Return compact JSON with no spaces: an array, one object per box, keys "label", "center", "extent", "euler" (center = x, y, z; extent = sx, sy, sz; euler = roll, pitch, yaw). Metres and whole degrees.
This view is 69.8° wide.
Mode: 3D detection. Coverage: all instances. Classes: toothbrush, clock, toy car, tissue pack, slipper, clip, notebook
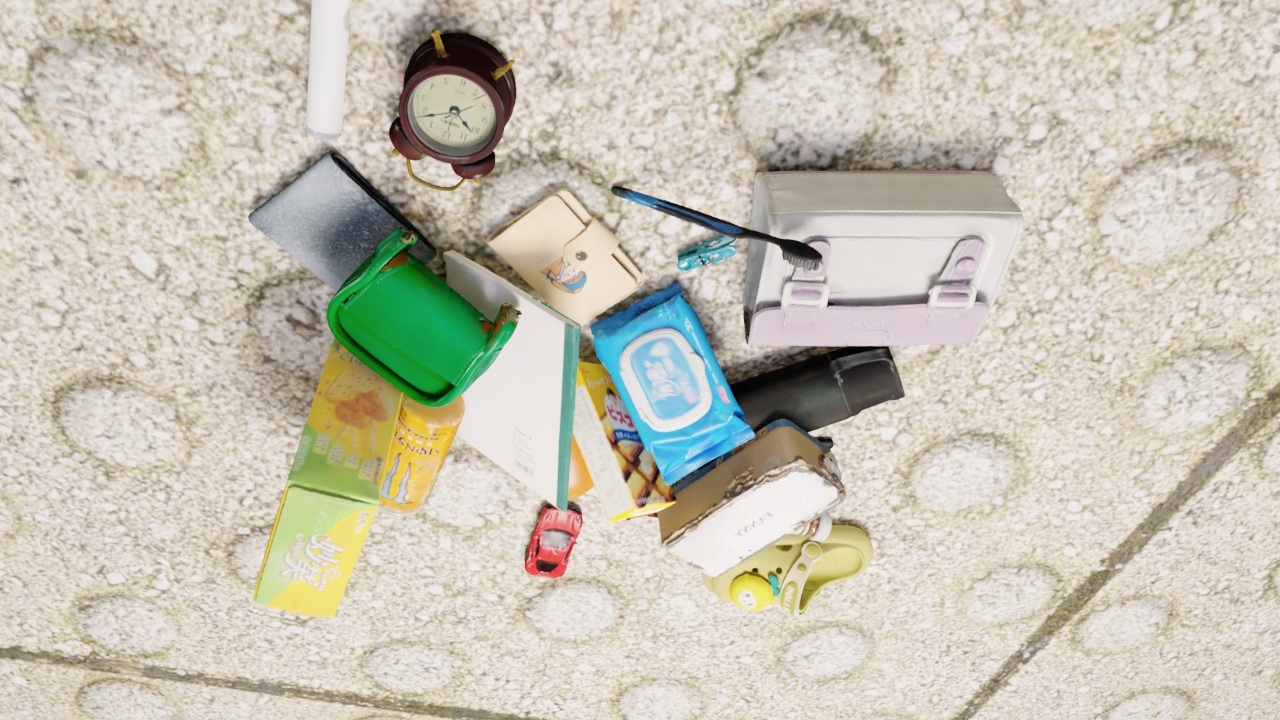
[{"label":"toothbrush","center":[0.053,-0.103,0.698],"extent":[0.190,0.014,0.016],"euler":[24,150,29]},{"label":"clock","center":[-0.137,-0.178,0.671],"extent":[0.082,0.055,0.122],"euler":[17,127,-16]},{"label":"toy car","center":[-0.094,0.195,0.987],"extent":[0.049,0.031,0.106],"euler":[12,125,-13]},{"label":"toothbrush","center":[-0.210,-0.256,0.625],"extent":[0.026,0.026,0.222],"euler":[4,128,-19]},{"label":"tissue pack","center":[0.026,0.020,0.794],"extent":[0.095,0.052,0.157],"euler":[-26,86,3]},{"label":"slipper","center":[0.163,0.230,0.996],"extent":[0.190,0.081,0.092],"euler":[-9,126,1]},{"label":"clip","center":[0.056,-0.090,0.771],"extent":[0.056,0.039,0.013],"euler":[-21,124,21]},{"label":"notebook","center":[-0.114,0.022,0.798],"extent":[0.150,0.012,0.210],"euler":[31,134,28]}]

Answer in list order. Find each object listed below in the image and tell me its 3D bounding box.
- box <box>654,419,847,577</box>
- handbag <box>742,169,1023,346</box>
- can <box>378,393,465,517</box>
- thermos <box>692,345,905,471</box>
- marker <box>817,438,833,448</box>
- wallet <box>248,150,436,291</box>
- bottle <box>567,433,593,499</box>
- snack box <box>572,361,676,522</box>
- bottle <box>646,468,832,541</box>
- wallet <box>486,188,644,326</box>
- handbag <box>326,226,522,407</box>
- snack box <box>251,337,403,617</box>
[{"label":"box","center":[0.094,0.134,0.850],"extent":[0.185,0.059,0.089],"euler":[-35,128,26]},{"label":"handbag","center":[0.187,-0.075,0.748],"extent":[0.197,0.098,0.145],"euler":[0,134,-2]},{"label":"can","center":[-0.212,0.084,0.868],"extent":[0.058,0.058,0.146],"euler":[17,130,-15]},{"label":"thermos","center":[0.114,0.040,0.844],"extent":[0.243,0.068,0.090],"euler":[-21,152,12]},{"label":"marker","center":[0.133,0.087,0.922],"extent":[0.124,0.015,0.018],"euler":[-3,129,-4]},{"label":"wallet","center":[-0.242,-0.103,0.752],"extent":[0.097,0.019,0.121],"euler":[-30,125,22]},{"label":"bottle","center":[-0.088,0.061,0.864],"extent":[0.067,0.066,0.149],"euler":[-16,120,10]},{"label":"snack box","center":[-0.023,0.070,0.807],"extent":[0.034,0.140,0.086],"euler":[-31,164,20]},{"label":"bottle","center":[0.099,0.150,0.943],"extent":[0.206,0.059,0.060],"euler":[14,126,-14]},{"label":"wallet","center":[-0.059,-0.084,0.771],"extent":[0.087,0.024,0.115],"euler":[-32,122,20]},{"label":"handbag","center":[-0.172,-0.035,0.736],"extent":[0.131,0.067,0.120],"euler":[41,127,-12]},{"label":"snack box","center":[-0.255,0.084,0.777],"extent":[0.070,0.209,0.158],"euler":[17,126,-17]}]
